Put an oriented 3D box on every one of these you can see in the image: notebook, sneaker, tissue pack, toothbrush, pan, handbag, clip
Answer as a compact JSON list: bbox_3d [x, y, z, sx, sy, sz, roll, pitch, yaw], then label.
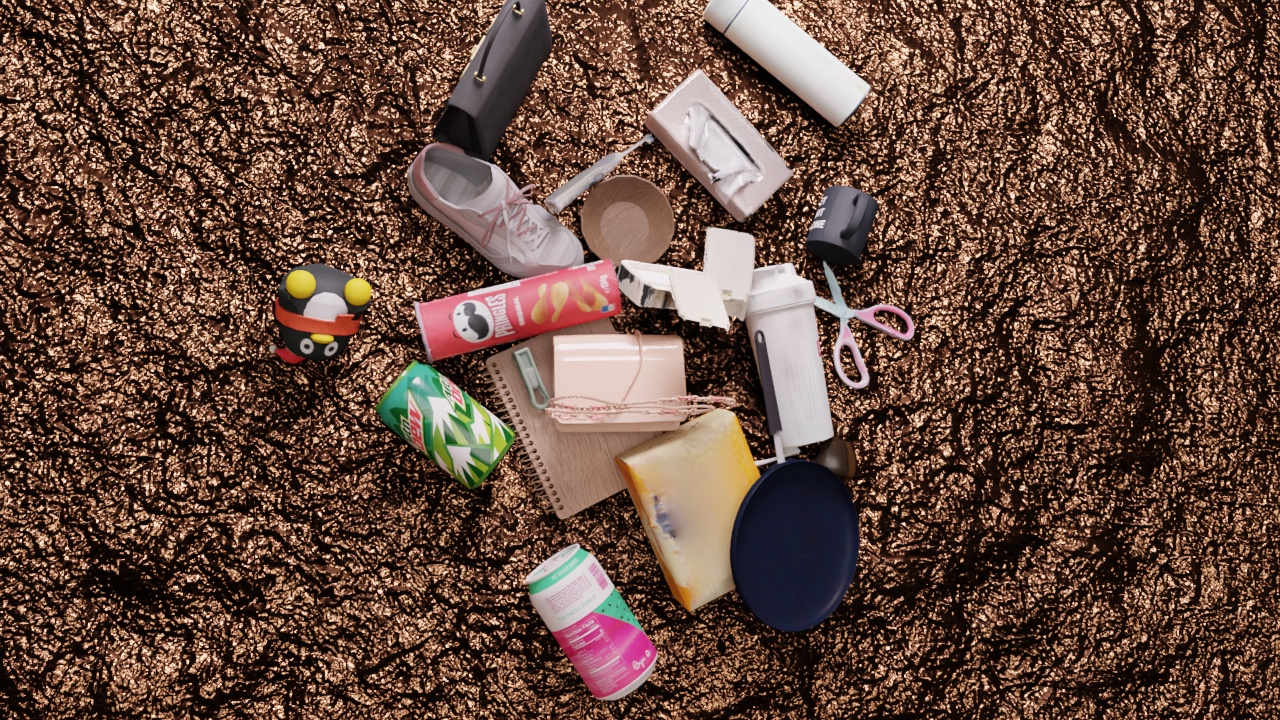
[{"bbox_3d":[-0.077,0.065,1.106,0.169,0.022,0.210,-25,90,-13],"label":"notebook"},{"bbox_3d":[-0.167,-0.174,1.072,0.236,0.089,0.099,31,80,-7],"label":"sneaker"},{"bbox_3d":[0.098,-0.266,1.148,0.103,0.071,0.181,-44,98,-12],"label":"tissue pack"},{"bbox_3d":[-0.046,-0.232,1.115,0.024,0.022,0.185,37,57,18],"label":"toothbrush"},{"bbox_3d":[0.166,0.139,1.067,0.198,0.021,0.356,-16,98,-33],"label":"pan"},{"bbox_3d":[-0.007,0.007,1.017,0.198,0.187,0.116,0,74,-8],"label":"handbag"},{"bbox_3d":[0.112,0.134,1.143,0.186,0.012,0.017,-15,75,-12],"label":"toothbrush"},{"bbox_3d":[-0.162,-0.339,1.033,0.072,0.196,0.175,28,80,-8],"label":"handbag"},{"bbox_3d":[-0.127,0.022,1.072,0.023,0.047,0.076,-23,94,-13],"label":"clip"}]

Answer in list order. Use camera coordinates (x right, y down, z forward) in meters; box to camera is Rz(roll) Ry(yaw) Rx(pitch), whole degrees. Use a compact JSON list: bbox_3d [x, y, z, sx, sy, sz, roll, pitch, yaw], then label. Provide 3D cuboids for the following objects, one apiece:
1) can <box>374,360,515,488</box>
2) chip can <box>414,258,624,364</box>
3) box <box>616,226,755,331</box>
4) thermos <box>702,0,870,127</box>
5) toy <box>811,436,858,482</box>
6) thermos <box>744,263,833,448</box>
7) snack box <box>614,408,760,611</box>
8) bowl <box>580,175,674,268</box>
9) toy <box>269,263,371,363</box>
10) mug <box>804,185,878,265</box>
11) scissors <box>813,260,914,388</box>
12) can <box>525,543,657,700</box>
[{"bbox_3d":[-0.221,0.073,1.044,0.144,0.083,0.083,39,79,-6],"label":"can"},{"bbox_3d":[-0.139,-0.060,1.070,0.233,0.073,0.073,-14,88,-9],"label":"chip can"},{"bbox_3d":[0.074,-0.097,1.041,0.143,0.194,0.101,5,111,-25],"label":"box"},{"bbox_3d":[0.187,-0.395,1.174,0.230,0.068,0.068,38,79,-5],"label":"thermos"},{"bbox_3d":[0.238,0.146,1.146,0.076,0.063,0.100,9,91,-48],"label":"toy"},{"bbox_3d":[0.181,-0.008,1.133,0.099,0.099,0.220,-12,93,-12],"label":"thermos"},{"bbox_3d":[0.076,0.176,1.084,0.145,0.081,0.195,-24,98,-13],"label":"snack box"},{"bbox_3d":[-0.018,-0.168,1.132,0.117,0.030,0.118,1,85,-11],"label":"bowl"},{"bbox_3d":[-0.360,-0.047,1.023,0.097,0.100,0.119,6,107,-30],"label":"toy"},{"bbox_3d":[0.257,-0.173,1.149,0.071,0.105,0.077,22,81,-3],"label":"mug"},{"bbox_3d":[0.268,-0.039,1.187,0.172,0.014,0.158,23,81,-9],"label":"scissors"},{"bbox_3d":[-0.056,0.301,1.055,0.088,0.088,0.166,-34,92,-12],"label":"can"}]
